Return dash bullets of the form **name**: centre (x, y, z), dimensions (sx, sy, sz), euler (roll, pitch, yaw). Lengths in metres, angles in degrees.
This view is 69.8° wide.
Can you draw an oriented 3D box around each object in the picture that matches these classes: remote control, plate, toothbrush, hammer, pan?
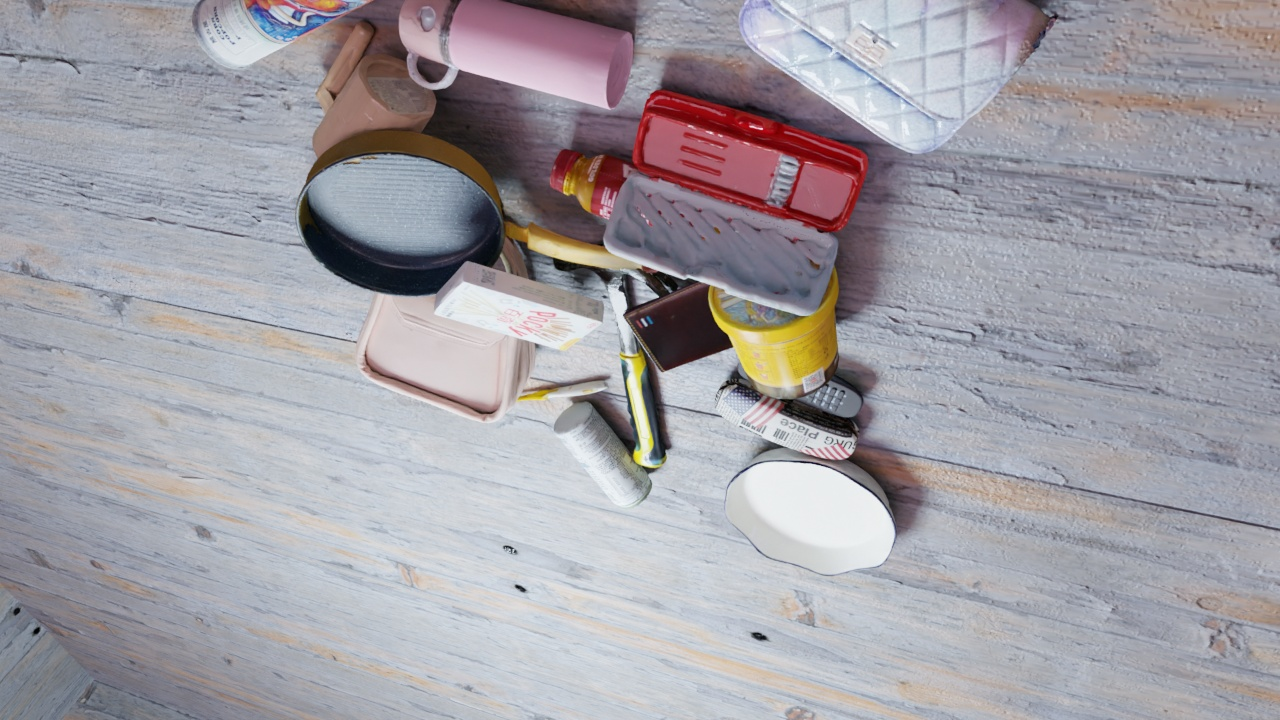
- **remote control**: centre (0.171, 0.021, 0.973), dimensions (0.136, 0.024, 0.053), euler (22, 139, 7)
- **plate**: centre (0.204, 0.178, 1.097), dimensions (0.205, 0.045, 0.205), euler (14, 135, 14)
- **toothbrush**: centre (-0.115, 0.046, 1.149), dimensions (0.192, 0.016, 0.018), euler (-10, 137, 34)
- **hammer**: centre (-0.006, 0.006, 1.043), dimensions (0.126, 0.031, 0.324), euler (8, 134, 21)
- **pan**: centre (-0.152, -0.125, 0.900), dimensions (0.357, 0.078, 0.198), euler (0, 144, -7)

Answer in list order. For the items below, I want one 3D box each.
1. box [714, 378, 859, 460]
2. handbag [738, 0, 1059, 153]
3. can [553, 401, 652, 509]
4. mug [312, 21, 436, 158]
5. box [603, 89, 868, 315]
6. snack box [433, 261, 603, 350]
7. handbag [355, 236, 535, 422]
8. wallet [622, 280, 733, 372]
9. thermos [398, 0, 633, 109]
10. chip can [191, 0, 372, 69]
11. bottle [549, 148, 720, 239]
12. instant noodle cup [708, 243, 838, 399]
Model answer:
- **box**: centre (0.162, 0.063, 1.013), dimensions (0.164, 0.052, 0.069), euler (21, 127, 4)
- **handbag**: centre (0.178, -0.246, 0.668), dimensions (0.194, 0.075, 0.135), euler (31, 138, -5)
- **can**: centre (-0.046, 0.120, 1.156), dimensions (0.058, 0.058, 0.147), euler (-16, 123, 37)
- **mug**: centre (-0.264, -0.246, 0.886), dimensions (0.104, 0.084, 0.124), euler (-38, 73, 39)
- **box**: centre (0.081, -0.139, 0.802), dimensions (0.201, 0.058, 0.161), euler (19, 99, 8)
- **snack box**: centre (-0.126, -0.054, 0.951), dimensions (0.156, 0.026, 0.085), euler (16, 152, -28)
- **handbag**: centre (-0.209, -0.060, 1.034), dimensions (0.193, 0.093, 0.235), euler (18, 122, 3)
- **wallet**: centre (0.057, -0.039, 0.945), dimensions (0.122, 0.020, 0.096), euler (-21, 132, 17)
- **thermos**: centre (-0.112, -0.264, 0.795), dimensions (0.199, 0.067, 0.087), euler (16, 102, 10)
- **chip can**: centre (-0.315, -0.333, 0.836), dimensions (0.215, 0.071, 0.071), euler (-9, 127, 32)
- **bottle**: centre (0.001, -0.151, 0.864), dimensions (0.175, 0.057, 0.058), euler (22, 138, 6)
- **instant noodle cup**: centre (0.135, -0.033, 0.876), dimensions (0.119, 0.118, 0.114), euler (3, 140, 25)
